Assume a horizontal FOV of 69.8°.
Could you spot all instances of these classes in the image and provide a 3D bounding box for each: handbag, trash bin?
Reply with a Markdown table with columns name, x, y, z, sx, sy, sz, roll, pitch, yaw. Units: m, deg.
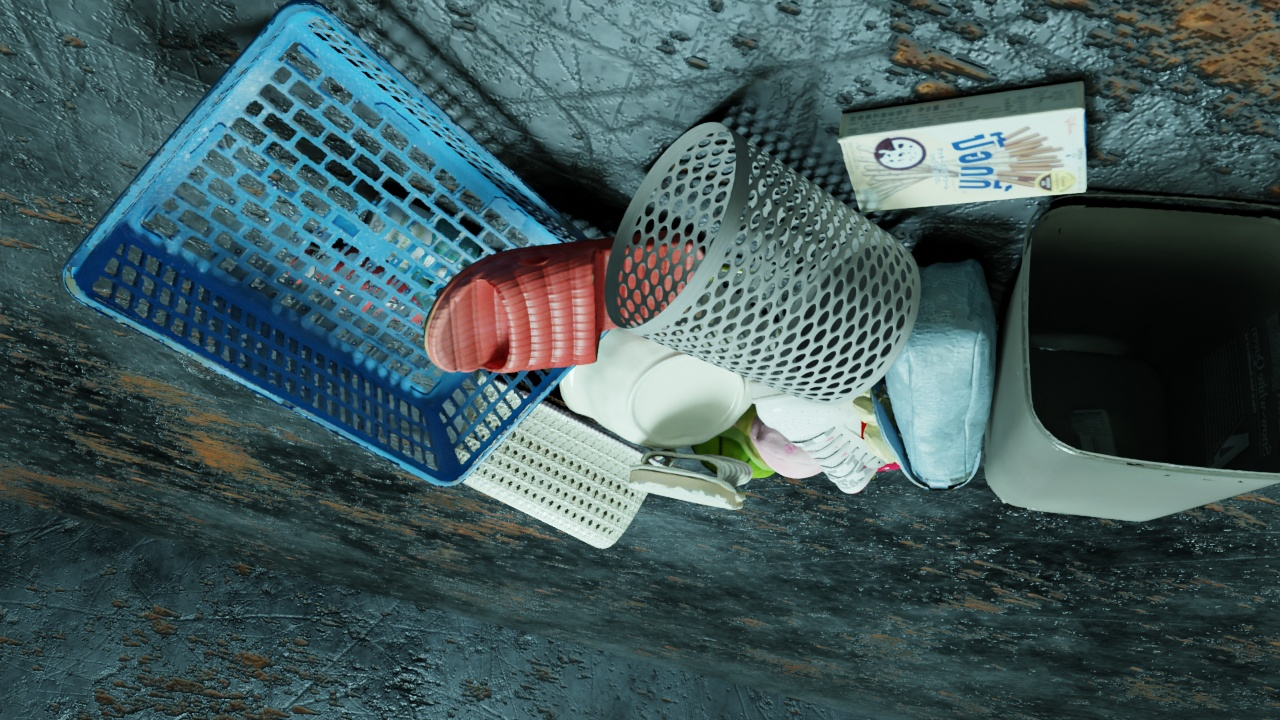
| name | x | y | z | sx | sy | sz | roll | pitch | yaw |
| --- | --- | --- | --- | --- | --- | --- | --- | --- | --- |
| handbag | 0.227 | 0.014 | 0.753 | 0.119 | 0.121 | 0.192 | -1 | 137 | 17 |
| trash bin | 0.362 | 0.019 | 0.691 | 0.197 | 0.197 | 0.220 | 6 | 158 | 10 |
| trash bin | 0.092 | -0.062 | 0.678 | 0.183 | 0.156 | 0.157 | 23 | 151 | -26 |

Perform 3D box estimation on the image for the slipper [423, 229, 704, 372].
| name | x | y | z | sx | sy | sz | roll | pitch | yaw |
| --- | --- | --- | --- | --- | --- | --- | --- | --- | --- |
| slipper | -0.049 | -0.044 | 0.735 | 0.248 | 0.059 | 0.104 | -17 | 129 | -19 |

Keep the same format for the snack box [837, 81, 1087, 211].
| name | x | y | z | sx | sy | sz | roll | pitch | yaw |
| --- | --- | --- | --- | --- | --- | --- | --- | --- | --- |
| snack box | 0.215 | -0.139 | 0.614 | 0.150 | 0.026 | 0.082 | -1 | 150 | 25 |

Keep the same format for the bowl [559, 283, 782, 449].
| name | x | y | z | sx | sy | sz | roll | pitch | yaw |
| --- | --- | --- | --- | --- | --- | --- | --- | --- | --- |
| bowl | 0.036 | 0.021 | 0.858 | 0.219 | 0.060 | 0.189 | -12 | 129 | -6 |

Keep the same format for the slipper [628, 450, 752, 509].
| name | x | y | z | sx | sy | sz | roll | pitch | yaw |
| --- | --- | --- | --- | --- | --- | --- | --- | --- | --- |
| slipper | 0.057 | 0.123 | 0.946 | 0.114 | 0.054 | 0.272 | 5 | 169 | 13 |

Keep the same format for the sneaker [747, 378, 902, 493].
| name | x | y | z | sx | sy | sz | roll | pitch | yaw |
| --- | --- | --- | --- | --- | --- | --- | --- | --- | --- |
| sneaker | 0.190 | 0.071 | 0.871 | 0.091 | 0.104 | 0.236 | -12 | 164 | 37 |

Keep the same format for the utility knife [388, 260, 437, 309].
| name | x | y | z | sx | sy | sz | roll | pitch | yaw |
| --- | --- | --- | --- | --- | --- | --- | --- | --- | --- |
| utility knife | -0.205 | -0.066 | 0.857 | 0.022 | 0.015 | 0.147 | -34 | 94 | 12 |

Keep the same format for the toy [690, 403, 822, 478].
| name | x | y | z | sx | sy | sz | roll | pitch | yaw |
| --- | --- | --- | --- | --- | --- | --- | --- | --- | --- |
| toy | 0.123 | 0.090 | 1.024 | 0.190 | 0.087 | 0.239 | 21 | 164 | -35 |

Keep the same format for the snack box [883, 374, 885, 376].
| name | x | y | z | sx | sy | sz | roll | pitch | yaw |
| --- | --- | --- | --- | --- | --- | --- | --- | --- | --- |
| snack box | 0.220 | -0.019 | 0.840 | 0.150 | 0.027 | 0.082 | 15 | 153 | -6 |

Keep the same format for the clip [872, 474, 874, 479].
| name | x | y | z | sx | sy | sz | roll | pitch | yaw |
| --- | --- | --- | --- | --- | --- | --- | --- | --- | --- |
| clip | 0.254 | 0.107 | 1.054 | 0.048 | 0.054 | 0.046 | -35 | 108 | 29 |

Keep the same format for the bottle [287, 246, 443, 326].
| name | x | y | z | sx | sy | sz | roll | pitch | yaw |
| --- | --- | --- | --- | --- | --- | --- | --- | --- | --- |
| bottle | -0.253 | -0.074 | 0.897 | 0.176 | 0.062 | 0.062 | 13 | 153 | -1 |

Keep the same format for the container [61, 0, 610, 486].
| name | x | y | z | sx | sy | sz | roll | pitch | yaw |
| --- | --- | --- | --- | --- | --- | --- | --- | --- | --- |
| container | -0.206 | -0.076 | 0.726 | 0.257 | 0.089 | 0.362 | -46 | 131 | 7 |

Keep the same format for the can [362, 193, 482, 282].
| name | x | y | z | sx | sy | sz | roll | pitch | yaw |
| --- | --- | --- | --- | --- | --- | --- | --- | --- | --- |
| can | -0.196 | -0.105 | 0.820 | 0.101 | 0.054 | 0.055 | 26 | 150 | -25 |

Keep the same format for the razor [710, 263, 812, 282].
| name | x | y | z | sx | sy | sz | roll | pitch | yaw |
| --- | --- | --- | --- | --- | --- | --- | --- | --- | --- |
| razor | 0.111 | -0.076 | 0.787 | 0.106 | 0.026 | 0.042 | 5 | 150 | 5 |

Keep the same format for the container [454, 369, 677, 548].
| name | x | y | z | sx | sy | sz | roll | pitch | yaw |
| --- | --- | --- | --- | --- | --- | --- | --- | --- | --- |
| container | -0.099 | 0.111 | 1.059 | 0.251 | 0.143 | 0.185 | 28 | 172 | -9 |

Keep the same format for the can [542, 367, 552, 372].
| name | x | y | z | sx | sy | sz | roll | pitch | yaw |
| --- | --- | --- | --- | --- | --- | --- | --- | --- | --- |
| can | -0.065 | 0.000 | 0.967 | 0.137 | 0.053 | 0.054 | 30 | 148 | -31 |
